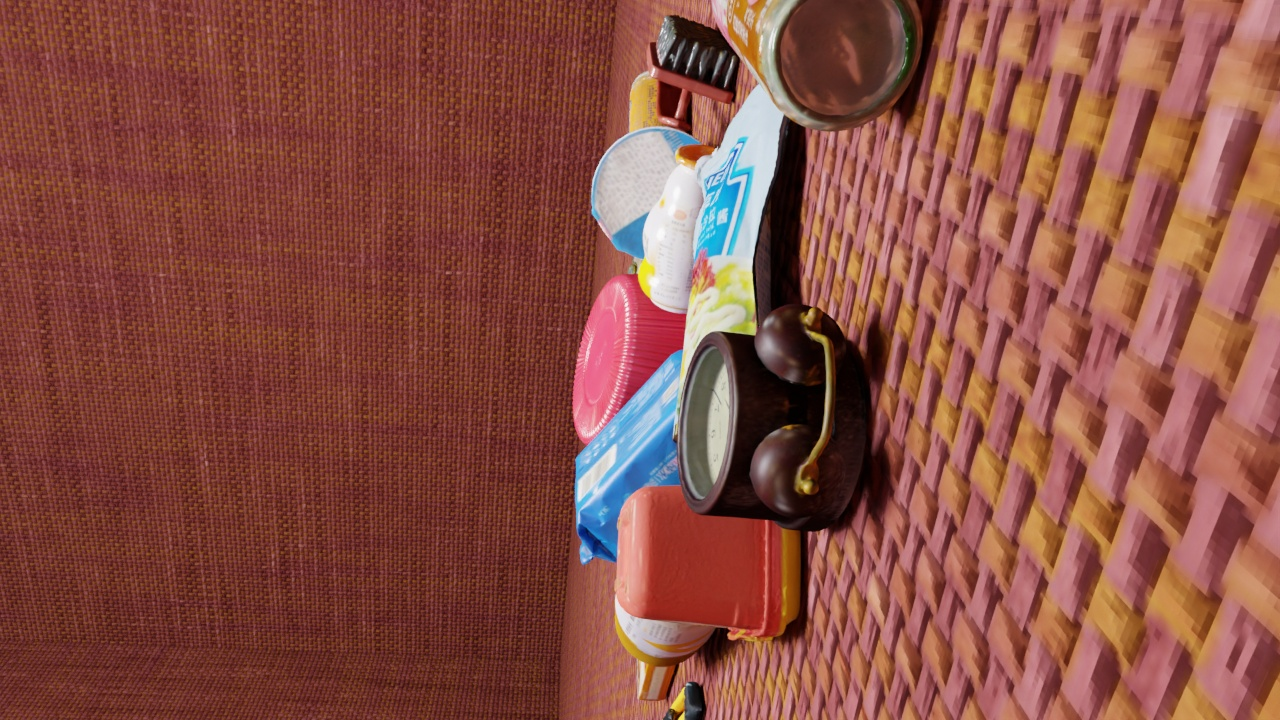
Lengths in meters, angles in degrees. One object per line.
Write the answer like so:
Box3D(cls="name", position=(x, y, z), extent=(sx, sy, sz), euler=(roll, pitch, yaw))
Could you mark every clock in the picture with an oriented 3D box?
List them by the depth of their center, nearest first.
Box3D(cls="clock", position=(0.054, 0.024, 0.364), extent=(0.122, 0.055, 0.082), euler=(136, 139, -70))

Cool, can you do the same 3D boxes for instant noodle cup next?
Box3D(cls="instant noodle cup", position=(-0.004, 0.004, 0.715), extent=(0.194, 0.065, 0.194), euler=(-169, 91, -73))
Box3D(cls="instant noodle cup", position=(0.015, -0.136, 0.723), extent=(0.109, 0.099, 0.099), euler=(-78, -6, -72))

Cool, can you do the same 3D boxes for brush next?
Box3D(cls="brush", position=(0.033, -0.226, 0.720), extent=(0.145, 0.063, 0.069), euler=(-94, 23, -62))

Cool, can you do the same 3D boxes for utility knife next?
Box3D(cls="utility knife", position=(0.024, 0.280, 0.697), extent=(0.193, 0.015, 0.033), euler=(102, 172, -57))

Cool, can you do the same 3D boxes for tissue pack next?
Box3D(cls="tissue pack", position=(0.012, 0.058, 0.595), extent=(0.157, 0.052, 0.094), euler=(-48, 16, 15))

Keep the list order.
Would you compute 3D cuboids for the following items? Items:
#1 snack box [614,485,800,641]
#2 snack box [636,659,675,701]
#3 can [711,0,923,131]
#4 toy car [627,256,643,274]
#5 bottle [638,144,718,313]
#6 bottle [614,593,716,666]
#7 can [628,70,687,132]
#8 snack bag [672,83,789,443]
Box3D(cls="snack box", position=(0.030, 0.094, 0.451), extent=(0.091, 0.080, 0.082), euler=(113, 161, -74))
Box3D(cls="snack box", position=(0.012, 0.212, 0.811), extent=(0.075, 0.026, 0.153), euler=(100, 171, -45))
Box3D(cls="can", position=(0.065, -0.140, 0.373), extent=(0.147, 0.058, 0.058), euler=(-97, 12, -60))
Box3D(cls="toy car", position=(0.016, -0.109, 0.909), extent=(0.035, 0.042, 0.090), euler=(19, 100, 64))
Box3D(cls="bottle", position=(0.034, -0.087, 0.613), extent=(0.063, 0.063, 0.109), euler=(-94, 10, -54))
Box3D(cls="bottle", position=(0.018, 0.153, 0.583), extent=(0.190, 0.068, 0.067), euler=(99, 173, -61))
Box3D(cls="can", position=(0.017, -0.207, 0.884), extent=(0.058, 0.058, 0.145), euler=(105, 167, -63))
Box3D(cls="snack bag", position=(0.049, -0.052, 0.497), extent=(0.110, 0.039, 0.190), euler=(128, 149, -71))
